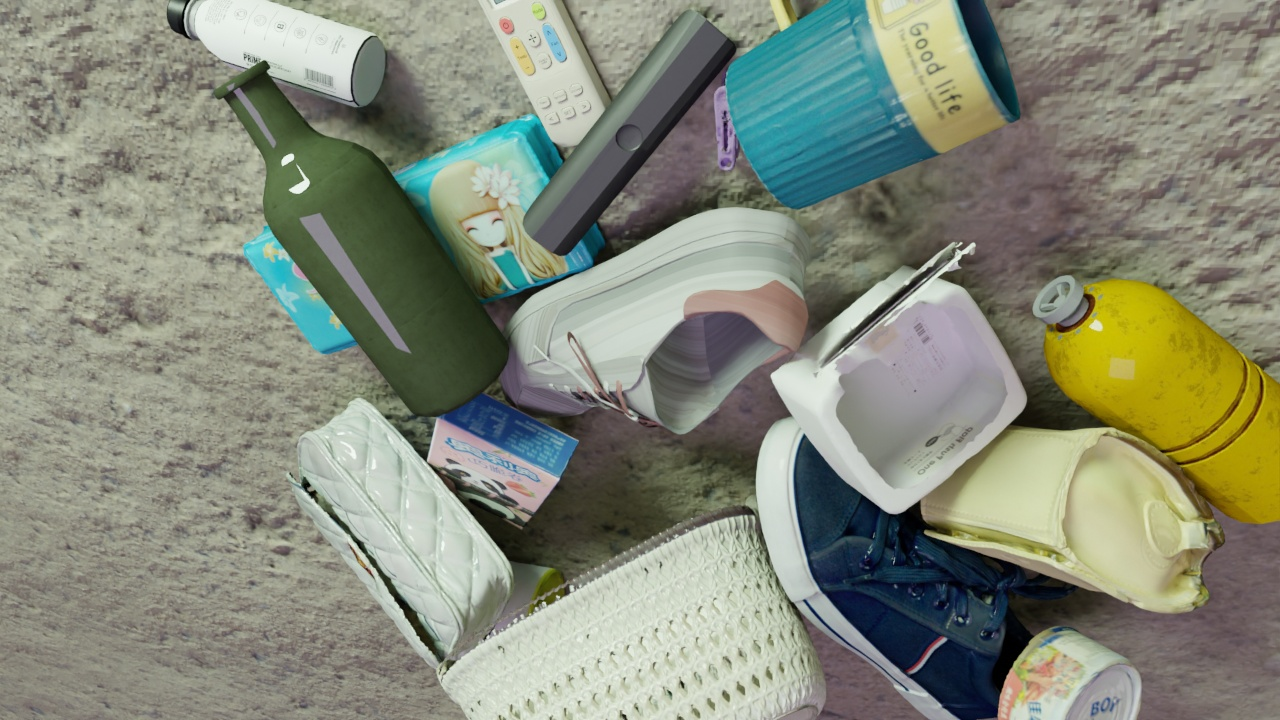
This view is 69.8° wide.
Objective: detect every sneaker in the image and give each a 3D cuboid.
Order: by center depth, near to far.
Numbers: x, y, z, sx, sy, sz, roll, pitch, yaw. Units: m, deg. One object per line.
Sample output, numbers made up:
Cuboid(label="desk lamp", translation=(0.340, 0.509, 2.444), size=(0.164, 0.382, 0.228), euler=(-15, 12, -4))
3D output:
Cuboid(label="sneaker", translation=(-0.003, 0.003, 0.531), size=(0.099, 0.089, 0.237), euler=(29, 139, -35))
Cuboid(label="sneaker", translation=(0.191, 0.135, 0.585), size=(0.128, 0.120, 0.294), euler=(-18, 124, 45))

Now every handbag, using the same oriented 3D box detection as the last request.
Cuboid(label="handbag", translation=(0.236, 0.085, 0.506), size=(0.111, 0.081, 0.119), euler=(28, 172, -16))
Cuboid(label="handbag", translation=(-0.184, 0.134, 0.681), size=(0.195, 0.072, 0.139), euler=(45, 144, 15))

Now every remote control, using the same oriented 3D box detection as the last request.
Cuboid(label="remote control", translation=(-0.054, -0.170, 0.474), size=(0.038, 0.018, 0.126), euler=(-12, 122, 27))
Cuboid(label="remote control", translation=(-0.009, -0.116, 0.481), size=(0.033, 0.015, 0.147), euler=(35, 115, -18))

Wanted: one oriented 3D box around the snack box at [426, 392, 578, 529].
Cuboid(label="snack box", translation=(-0.103, 0.072, 0.645), size=(0.088, 0.033, 0.154), euler=(28, 153, -5))

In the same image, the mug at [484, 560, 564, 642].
Cuboid(label="mug", translation=(-0.126, 0.206, 0.764), size=(0.106, 0.082, 0.083), euler=(7, 130, 14))

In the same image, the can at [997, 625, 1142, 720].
Cuboid(label="can", translation=(0.269, 0.215, 0.575), size=(0.043, 0.086, 0.086), euler=(25, 150, 57))

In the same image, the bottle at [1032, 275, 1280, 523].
Cuboid(label="bottle", translation=(0.272, 0.012, 0.475), size=(0.164, 0.070, 0.071), euler=(34, 131, -12))

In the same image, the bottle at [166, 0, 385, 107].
Cuboid(label="bottle", translation=(-0.202, -0.175, 0.505), size=(0.116, 0.041, 0.041), euler=(18, 132, 4))

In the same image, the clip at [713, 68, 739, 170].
Cuboid(label="clip", translation=(0.046, -0.124, 0.476), size=(0.013, 0.033, 0.051), euler=(9, 137, 14))

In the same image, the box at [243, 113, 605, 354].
Cuboid(label="box", translation=(-0.139, -0.071, 0.572), size=(0.227, 0.039, 0.094), euler=(-15, 121, 27))

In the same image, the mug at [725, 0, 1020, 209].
Cuboid(label="mug", translation=(0.098, -0.139, 0.415), size=(0.107, 0.083, 0.113), euler=(-20, 91, 35))

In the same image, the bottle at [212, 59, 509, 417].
Cuboid(label="bottle", translation=(-0.155, -0.065, 0.510), size=(0.072, 0.071, 0.207), euler=(-16, 119, 29))

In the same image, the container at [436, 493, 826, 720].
Cuboid(label="container", translation=(0.003, 0.210, 0.613), size=(0.251, 0.143, 0.185), euler=(-29, 149, 0))

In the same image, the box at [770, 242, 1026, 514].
Cuboid(label="box", translation=(0.128, -0.003, 0.472), size=(0.111, 0.101, 0.189), euler=(-41, 133, -3))

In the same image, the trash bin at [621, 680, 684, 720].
Cuboid(label="trash bin", translation=(-0.003, 0.343, 0.748), size=(0.131, 0.210, 0.131), euler=(10, 130, 11))

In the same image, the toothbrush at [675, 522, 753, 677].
Cuboid(label="toothbrush", translation=(0.065, 0.198, 0.735), size=(0.012, 0.017, 0.187), euler=(-19, 121, 12))
